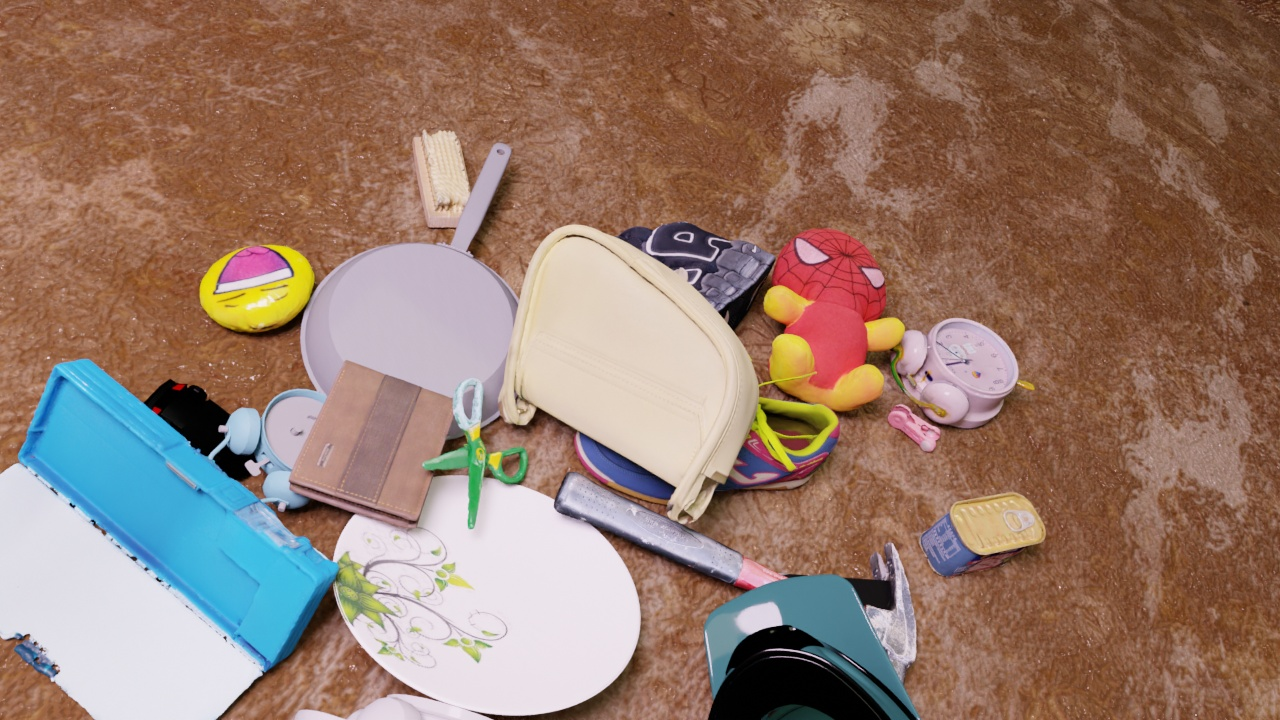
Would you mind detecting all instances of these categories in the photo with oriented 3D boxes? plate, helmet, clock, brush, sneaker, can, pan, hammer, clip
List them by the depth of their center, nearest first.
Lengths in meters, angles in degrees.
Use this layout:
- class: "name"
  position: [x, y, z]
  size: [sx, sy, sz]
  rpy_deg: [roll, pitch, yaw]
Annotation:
- class: "clock"
  position: [-0.139, 0.246, 0.579]
  size: [0.159, 0.120, 0.060]
  rpy_deg: [27, 57, -13]
- class: "helmet"
  position: [0.122, 0.281, 0.595]
  size: [0.176, 0.200, 0.274]
  rpy_deg: [-19, 74, 9]
- class: "plate"
  position: [-0.112, 0.173, 0.682]
  size: [0.229, 0.030, 0.229]
  rpy_deg: [17, 29, -10]
- class: "clock"
  position: [-0.271, 0.068, 0.696]
  size: [0.087, 0.042, 0.122]
  rpy_deg: [54, 36, -1]
- class: "hammer"
  position: [0.083, 0.167, 0.770]
  size: [0.326, 0.036, 0.140]
  rpy_deg: [25, 50, -6]
- class: "sneaker"
  position: [0.063, 0.061, 0.819]
  size: [0.241, 0.091, 0.116]
  rpy_deg: [1, 56, -20]
- class: "pan"
  position: [-0.176, -0.089, 0.849]
  size: [0.200, 0.051, 0.355]
  rpy_deg: [19, 59, -7]
- class: "can"
  position: [0.319, 0.164, 0.858]
  size: [0.099, 0.059, 0.054]
  rpy_deg: [-5, 56, -24]
- class: "sneaker"
  position: [0.016, -0.068, 0.906]
  size: [0.151, 0.097, 0.251]
  rpy_deg: [35, 48, 15]
- class: "brush"
  position: [-0.203, -0.190, 0.947]
  size: [0.049, 0.039, 0.117]
  rpy_deg: [-4, 59, -23]
- class: "clip"
  position: [0.286, 0.067, 0.948]
  size: [0.044, 0.023, 0.060]
  rpy_deg: [-22, 65, -38]
- class: "clock"
  position: [0.331, 0.013, 0.983]
  size: [0.157, 0.059, 0.116]
  rpy_deg: [-10, 58, -27]

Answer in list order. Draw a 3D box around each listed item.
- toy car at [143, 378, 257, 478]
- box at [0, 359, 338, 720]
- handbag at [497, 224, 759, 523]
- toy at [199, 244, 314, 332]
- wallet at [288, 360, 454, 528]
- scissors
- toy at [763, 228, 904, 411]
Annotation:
- class: "toy car"
  position: [-0.336, 0.056, 0.703]
  size: [0.091, 0.036, 0.042]
  rpy_deg: [42, 44, -17]
- class: "box"
  position: [-0.345, 0.134, 0.632]
  size: [0.243, 0.070, 0.170]
  rpy_deg: [36, 82, 9]
- class: "handbag"
  position: [-0.005, 0.005, 0.767]
  size: [0.233, 0.088, 0.191]
  rpy_deg: [29, 90, 24]
- class: "toy"
  position: [-0.331, -0.064, 0.794]
  size: [0.095, 0.041, 0.094]
  rpy_deg: [-14, 56, -14]
- class: "wallet"
  position: [-0.201, 0.063, 0.707]
  size: [0.098, 0.027, 0.120]
  rpy_deg: [21, 50, -11]
- class: "scissors"
  position: [-0.132, 0.070, 0.734]
  size: [0.125, 0.011, 0.130]
  rpy_deg: [-2, 77, -61]
- class: "toy"
  position: [0.192, -0.049, 0.952]
  size: [0.147, 0.099, 0.215]
  rpy_deg: [27, 49, -14]
